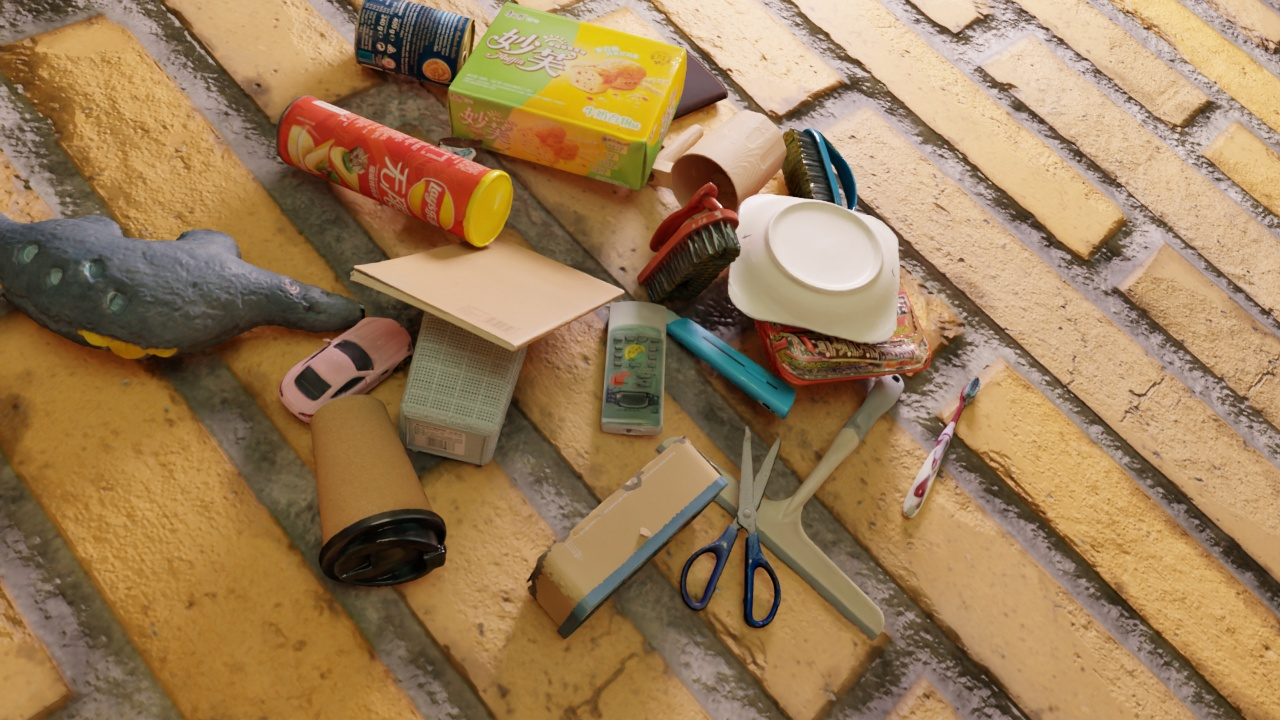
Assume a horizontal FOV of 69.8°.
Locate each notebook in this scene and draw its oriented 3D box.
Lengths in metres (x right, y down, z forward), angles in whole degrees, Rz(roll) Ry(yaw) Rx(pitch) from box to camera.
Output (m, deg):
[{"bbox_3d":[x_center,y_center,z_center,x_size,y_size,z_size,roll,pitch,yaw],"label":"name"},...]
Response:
[{"bbox_3d":[-0.118,-0.065,0.779,0.149,0.012,0.211,24,23,14],"label":"notebook"}]

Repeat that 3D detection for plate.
[{"bbox_3d":[0.168,-0.098,0.859,0.163,0.034,0.164,12,56,-2],"label":"plate"}]

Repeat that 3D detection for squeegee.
[{"bbox_3d":[0.186,0.080,0.846,0.246,0.039,0.245,41,58,10],"label":"squeegee"}]

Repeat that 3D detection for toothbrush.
[{"bbox_3d":[0.294,0.081,0.888,0.016,0.017,0.187,35,57,7],"label":"toothbrush"}]

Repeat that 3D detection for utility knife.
[{"bbox_3d":[0.078,-0.003,0.868,0.166,0.018,0.034,36,54,20],"label":"utility knife"}]

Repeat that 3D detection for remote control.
[{"bbox_3d":[-0.005,0.005,0.844,0.056,0.019,0.134,3,59,1],"label":"remote control"}]

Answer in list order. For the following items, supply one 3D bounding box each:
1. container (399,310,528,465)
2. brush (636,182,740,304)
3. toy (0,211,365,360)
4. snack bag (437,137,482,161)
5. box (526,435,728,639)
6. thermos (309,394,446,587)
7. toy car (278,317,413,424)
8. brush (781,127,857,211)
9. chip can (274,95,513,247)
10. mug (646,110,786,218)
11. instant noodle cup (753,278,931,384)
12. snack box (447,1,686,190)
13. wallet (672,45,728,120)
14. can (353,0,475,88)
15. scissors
[{"bbox_3d":[-0.148,0.018,0.762,0.090,0.090,0.111,14,59,-7],"label":"container"},{"bbox_3d":[0.046,-0.108,0.855,0.063,0.146,0.069,-12,77,-22],"label":"brush"},{"bbox_3d":[-0.410,-0.063,0.746,0.356,0.092,0.137,13,30,-9],"label":"toy"},{"bbox_3d":[-0.189,-0.181,0.905,0.045,0.026,0.105,6,58,7],"label":"snack bag"},{"bbox_3d":[-0.015,0.142,0.725,0.059,0.090,0.183,44,61,11],"label":"box"},{"bbox_3d":[-0.207,0.100,0.701,0.093,0.093,0.143,-12,56,-22],"label":"thermos"},{"bbox_3d":[-0.247,0.005,0.774,0.056,0.037,0.122,42,57,9],"label":"toy car"},{"bbox_3d":[0.198,-0.193,1.002,0.073,0.055,0.143,-1,60,-16],"label":"brush"},{"bbox_3d":[-0.227,-0.176,0.844,0.217,0.073,0.073,24,56,12],"label":"chip can"},{"bbox_3d":[0.078,-0.210,0.974,0.125,0.084,0.103,22,51,30],"label":"mug"},{"bbox_3d":[0.177,-0.053,0.899,0.164,0.079,0.188,-4,62,-18],"label":"instant noodle cup"},{"bbox_3d":[-0.073,-0.276,0.951,0.210,0.070,0.157,17,56,5],"label":"snack box"},{"bbox_3d":[0.027,-0.314,1.050,0.122,0.020,0.096,-28,65,-26],"label":"wallet"},{"bbox_3d":[-0.235,-0.332,0.954,0.111,0.075,0.075,13,57,-7],"label":"can"},{"bbox_3d":[0.095,0.145,0.780,0.169,0.012,0.146,-40,83,-19],"label":"scissors"}]
